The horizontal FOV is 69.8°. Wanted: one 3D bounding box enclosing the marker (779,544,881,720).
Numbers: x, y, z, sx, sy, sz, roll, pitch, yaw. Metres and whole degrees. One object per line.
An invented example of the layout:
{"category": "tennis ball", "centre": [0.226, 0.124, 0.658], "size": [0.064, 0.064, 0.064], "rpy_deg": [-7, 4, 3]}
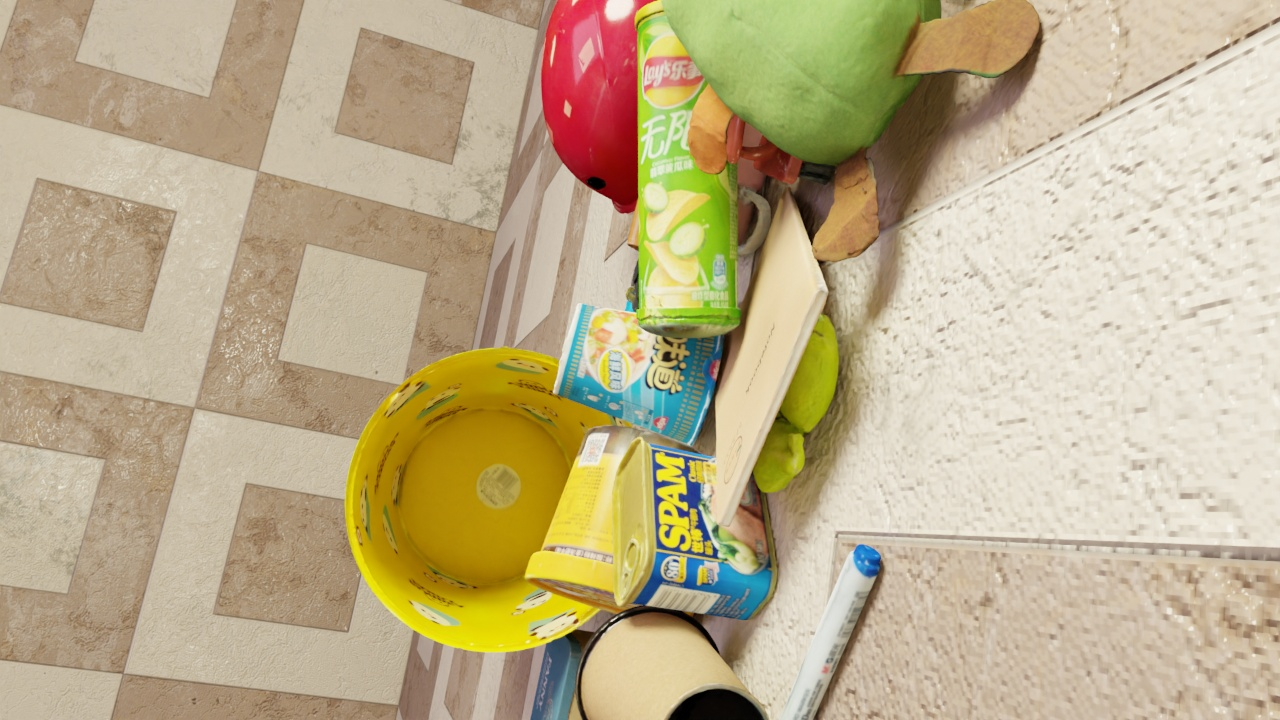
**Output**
{"category": "marker", "centre": [0.085, 0.155, 0.450], "size": [0.017, 0.017, 0.146], "rpy_deg": [-117, 42, -67]}

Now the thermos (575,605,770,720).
{"category": "thermos", "centre": [0.019, 0.191, 0.507], "size": [0.143, 0.093, 0.093], "rpy_deg": [166, 116, -75]}

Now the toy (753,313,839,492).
{"category": "toy", "centre": [0.088, 0.021, 0.519], "size": [0.096, 0.031, 0.100], "rpy_deg": [-88, 16, -59]}

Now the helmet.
{"category": "helmet", "centre": [-0.023, -0.269, 0.844], "size": [0.240, 0.143, 0.207], "rpy_deg": [-61, 26, 18]}

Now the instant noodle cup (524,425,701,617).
{"category": "instant noodle cup", "centre": [-0.009, 0.115, 0.647], "size": [0.119, 0.118, 0.114], "rpy_deg": [139, 148, -65]}

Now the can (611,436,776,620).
{"category": "can", "centre": [0.031, 0.103, 0.559], "size": [0.102, 0.083, 0.057], "rpy_deg": [-93, 22, -44]}

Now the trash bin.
{"category": "trash bin", "centre": [-0.130, 0.121, 0.816], "size": [0.256, 0.229, 0.229], "rpy_deg": [144, 137, -76]}

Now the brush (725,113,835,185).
{"category": "brush", "centre": [0.102, -0.186, 0.568], "size": [0.063, 0.069, 0.146], "rpy_deg": [-120, 45, -67]}

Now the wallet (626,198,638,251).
{"category": "wallet", "centre": [0.029, -0.143, 0.743], "size": [0.119, 0.035, 0.130], "rpy_deg": [14, -90, -69]}

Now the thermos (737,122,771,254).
{"category": "thermos", "centre": [0.077, -0.175, 0.670], "size": [0.087, 0.067, 0.199], "rpy_deg": [23, 100, 45]}

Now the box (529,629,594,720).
{"category": "box", "centre": [-0.055, 0.302, 0.749], "size": [0.090, 0.061, 0.184], "rpy_deg": [170, 110, -73]}

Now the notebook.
{"category": "notebook", "centre": [0.073, -0.013, 0.562], "size": [0.207, 0.008, 0.148], "rpy_deg": [-80, 8, -65]}

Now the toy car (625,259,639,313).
{"category": "toy car", "centre": [0.016, -0.060, 0.818], "size": [0.158, 0.042, 0.070], "rpy_deg": [-100, 27, -53]}

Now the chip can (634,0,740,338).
{"category": "chip can", "centre": [0.032, -0.126, 0.620], "size": [0.073, 0.072, 0.221], "rpy_deg": [-179, 89, -74]}

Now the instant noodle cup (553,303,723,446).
{"category": "instant noodle cup", "centre": [-0.004, 0.004, 0.683], "size": [0.099, 0.110, 0.099], "rpy_deg": [-167, 93, -86]}

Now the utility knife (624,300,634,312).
{"category": "utility knife", "centre": [-0.003, -0.065, 0.929], "size": [0.034, 0.018, 0.218], "rpy_deg": [-112, 37, -67]}

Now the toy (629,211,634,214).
{"category": "toy", "centre": [0.011, -0.226, 0.959], "size": [0.160, 0.054, 0.121], "rpy_deg": [-41, 38, 52]}

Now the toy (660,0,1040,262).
{"category": "toy", "centre": [0.083, -0.182, 0.487], "size": [0.246, 0.089, 0.228], "rpy_deg": [56, 134, 25]}
